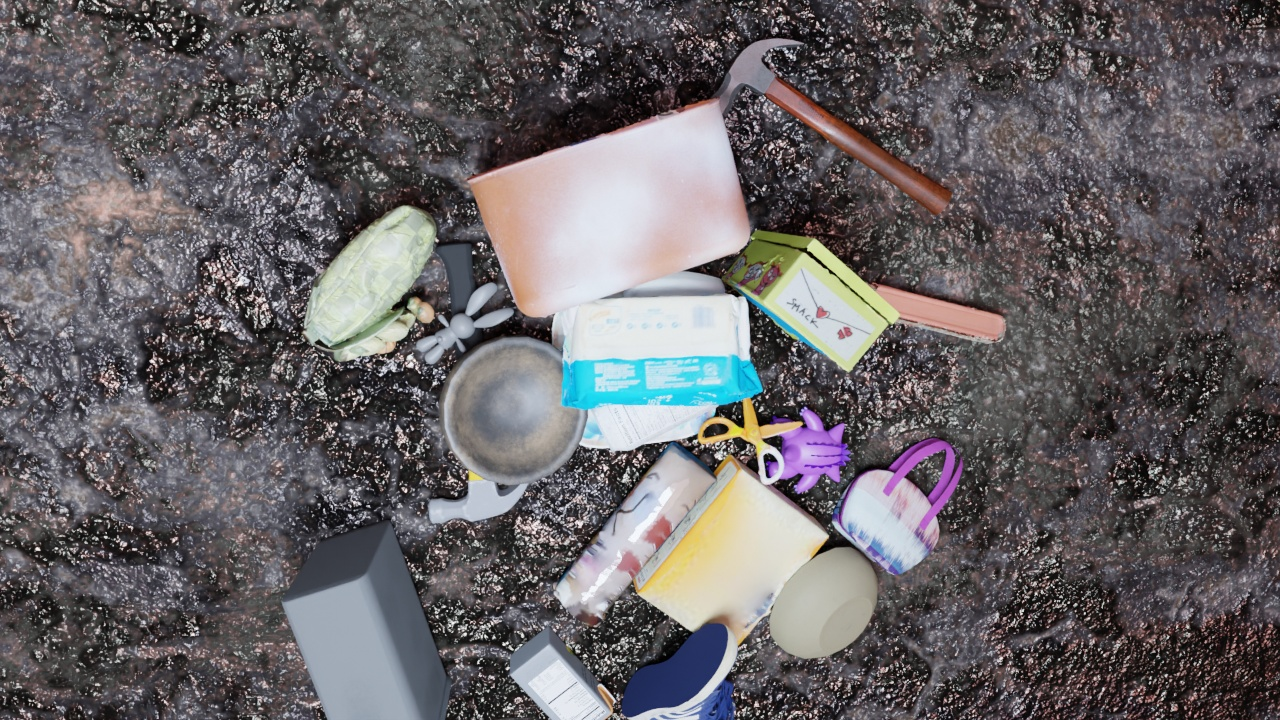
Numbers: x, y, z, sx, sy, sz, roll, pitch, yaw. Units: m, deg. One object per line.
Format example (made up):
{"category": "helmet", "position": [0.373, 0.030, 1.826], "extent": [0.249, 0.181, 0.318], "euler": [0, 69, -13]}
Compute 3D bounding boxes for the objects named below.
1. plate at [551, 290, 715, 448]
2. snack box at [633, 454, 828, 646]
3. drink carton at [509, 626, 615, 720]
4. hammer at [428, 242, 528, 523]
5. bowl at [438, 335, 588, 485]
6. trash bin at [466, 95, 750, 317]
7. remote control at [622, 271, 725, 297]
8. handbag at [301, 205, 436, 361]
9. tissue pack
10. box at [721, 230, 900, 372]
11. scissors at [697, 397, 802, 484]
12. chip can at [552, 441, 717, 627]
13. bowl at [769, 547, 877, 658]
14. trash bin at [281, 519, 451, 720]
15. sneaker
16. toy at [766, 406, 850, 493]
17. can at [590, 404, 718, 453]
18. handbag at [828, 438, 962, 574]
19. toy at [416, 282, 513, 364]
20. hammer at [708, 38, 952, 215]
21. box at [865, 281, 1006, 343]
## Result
{"category": "plate", "position": [-0.006, 0.006, 1.073], "extent": [0.187, 0.016, 0.187], "euler": [-6, 102, -6]}
{"category": "snack box", "position": [0.108, 0.237, 1.100], "extent": [0.145, 0.080, 0.195], "euler": [38, 95, -13]}
{"category": "drink carton", "position": [-0.097, 0.398, 1.125], "extent": [0.076, 0.048, 0.125], "euler": [-38, 103, 2]}
{"category": "hammer", "position": [-0.193, 0.027, 1.052], "extent": [0.127, 0.029, 0.324], "euler": [-5, 101, -6]}
{"category": "bowl", "position": [-0.144, 0.052, 1.009], "extent": [0.162, 0.070, 0.162], "euler": [-2, 95, -23]}
{"category": "trash bin", "position": [-0.033, -0.158, 0.956], "extent": [0.259, 0.181, 0.157], "euler": [-18, 104, -4]}
{"category": "remote control", "position": [0.037, -0.071, 1.027], "extent": [0.114, 0.028, 0.060], "euler": [2, 129, -12]}
{"category": "handbag", "position": [-0.275, -0.075, 0.980], "extent": [0.186, 0.113, 0.117], "euler": [-45, 110, 3]}
{"category": "tissue pack", "position": [0.020, -0.009, 0.970], "extent": [0.209, 0.066, 0.117], "euler": [-3, 75, 3]}
{"category": "box", "position": [0.171, -0.072, 0.976], "extent": [0.124, 0.221, 0.082], "euler": [38, 96, -10]}
{"category": "scissors", "position": [0.130, 0.089, 1.070], "extent": [0.125, 0.011, 0.129], "euler": [-11, 62, -7]}
{"category": "chip can", "position": [-0.008, 0.205, 1.082], "extent": [0.080, 0.080, 0.229], "euler": [38, 94, -12]}
{"category": "bowl", "position": [0.232, 0.303, 1.108], "extent": [0.152, 0.050, 0.152], "euler": [-16, 124, -25]}
{"category": "trash bin", "position": [-0.295, 0.316, 1.015], "extent": [0.097, 0.192, 0.220], "euler": [-17, 101, -3]}
{"category": "sneaker", "position": [0.085, 0.395, 1.084], "extent": [0.118, 0.091, 0.234], "euler": [28, 134, -15]}
{"category": "toy", "position": [0.203, 0.109, 1.098], "extent": [0.088, 0.056, 0.106], "euler": [2, 97, -8]}
{"category": "can", "position": [0.016, 0.044, 1.033], "extent": [0.136, 0.078, 0.078], "euler": [-27, 103, -1]}
{"category": "handbag", "position": [0.326, 0.169, 1.127], "extent": [0.144, 0.068, 0.170], "euler": [42, 87, -13]}
{"category": "toy", "position": [-0.196, -0.038, 1.012], "extent": [0.112, 0.030, 0.049], "euler": [-35, 87, 5]}
{"category": "hammer", "position": [0.229, -0.256, 1.042], "extent": [0.300, 0.028, 0.111], "euler": [30, 97, -12]}
{"category": "box", "position": [0.341, -0.055, 1.085], "extent": [0.186, 0.057, 0.060], "euler": [11, 132, -7]}
